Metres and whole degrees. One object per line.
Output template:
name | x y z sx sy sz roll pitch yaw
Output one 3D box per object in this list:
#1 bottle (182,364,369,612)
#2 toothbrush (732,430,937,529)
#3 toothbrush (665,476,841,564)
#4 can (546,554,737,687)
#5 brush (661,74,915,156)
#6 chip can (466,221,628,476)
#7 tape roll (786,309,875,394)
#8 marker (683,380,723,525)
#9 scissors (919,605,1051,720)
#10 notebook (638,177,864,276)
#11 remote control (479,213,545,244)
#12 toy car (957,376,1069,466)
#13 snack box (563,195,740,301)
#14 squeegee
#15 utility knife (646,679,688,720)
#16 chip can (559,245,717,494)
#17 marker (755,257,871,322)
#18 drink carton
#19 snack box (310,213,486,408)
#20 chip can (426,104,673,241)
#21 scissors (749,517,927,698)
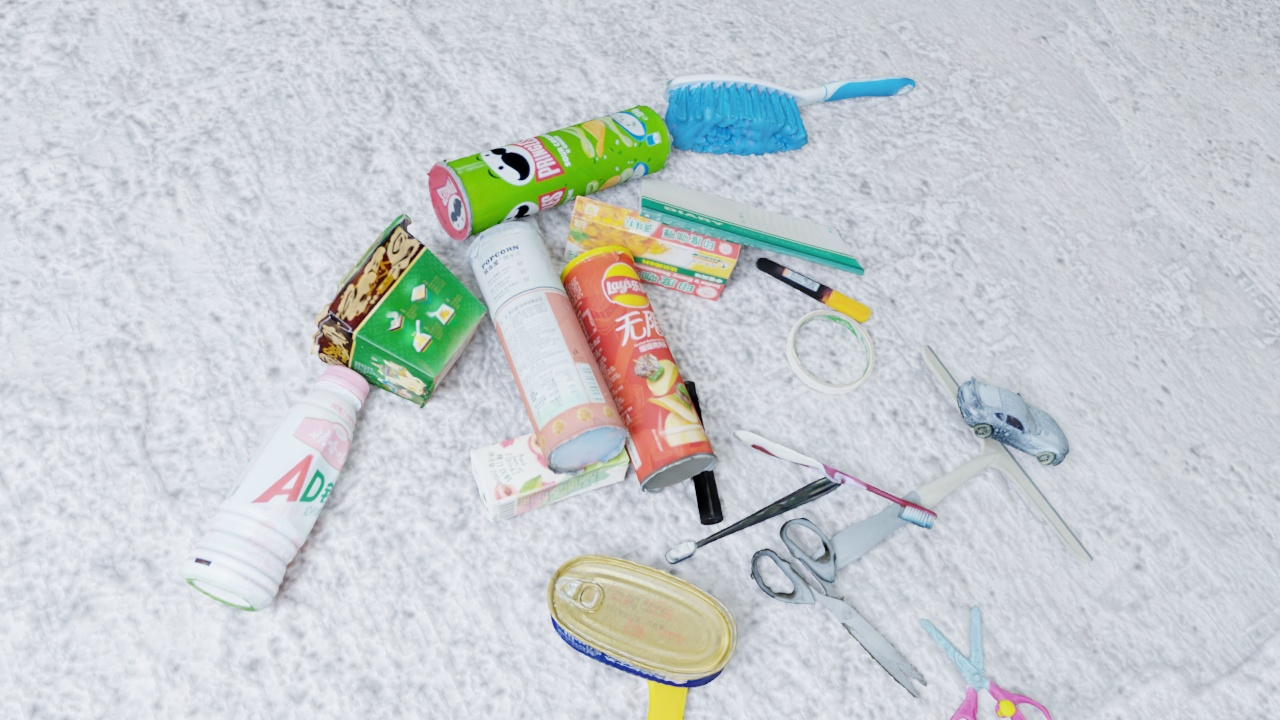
bottle | -0.273 0.092 0.712 0.068 0.068 0.196 21 59 0
toothbrush | 0.166 0.102 0.800 0.188 0.016 0.017 23 71 16
toothbrush | 0.102 0.135 0.793 0.180 0.018 0.015 -20 66 -21
can | 0.000 0.201 0.708 0.148 0.049 0.074 17 59 7
brush | 0.169 -0.275 0.994 0.314 0.061 0.109 0 60 -14
chip can | -0.080 -0.014 0.759 0.071 0.071 0.214 -15 60 -18
tape roll | 0.183 -0.008 0.881 0.085 0.014 0.085 5 63 -9
marker | 0.050 0.080 0.807 0.022 0.020 0.132 -11 65 2
scissors | 0.275 0.272 0.759 0.124 0.017 0.133 -36 71 -21
notebook | 0.100 -0.130 0.876 0.209 0.012 0.150 14 21 -5
remote control | -0.116 -0.101 0.865 0.056 0.019 0.135 -14 67 -18
toy car | 0.350 0.056 0.856 0.120 0.037 0.054 25 40 -13
snack box | 0.009 -0.103 0.858 0.156 0.077 0.027 14 62 -4
squeegee | 0.249 0.123 0.814 0.246 0.039 0.246 -25 71 -21
utility knife | 0.011 0.294 0.692 0.033 0.015 0.196 12 60 4
chip can | -0.005 0.005 0.799 0.073 0.073 0.216 -14 65 -17
marker | 0.171 -0.070 0.911 0.124 0.015 0.018 28 60 6
drink carton | -0.075 0.088 0.763 0.122 0.046 0.053 -15 59 -19
snack box | -0.197 -0.032 0.772 0.105 0.118 0.117 35 62 -7
chip can | -0.080 -0.182 0.865 0.235 0.072 0.072 -26 71 -31
scissors | 0.174 0.202 0.762 0.174 0.014 0.140 10 84 4
